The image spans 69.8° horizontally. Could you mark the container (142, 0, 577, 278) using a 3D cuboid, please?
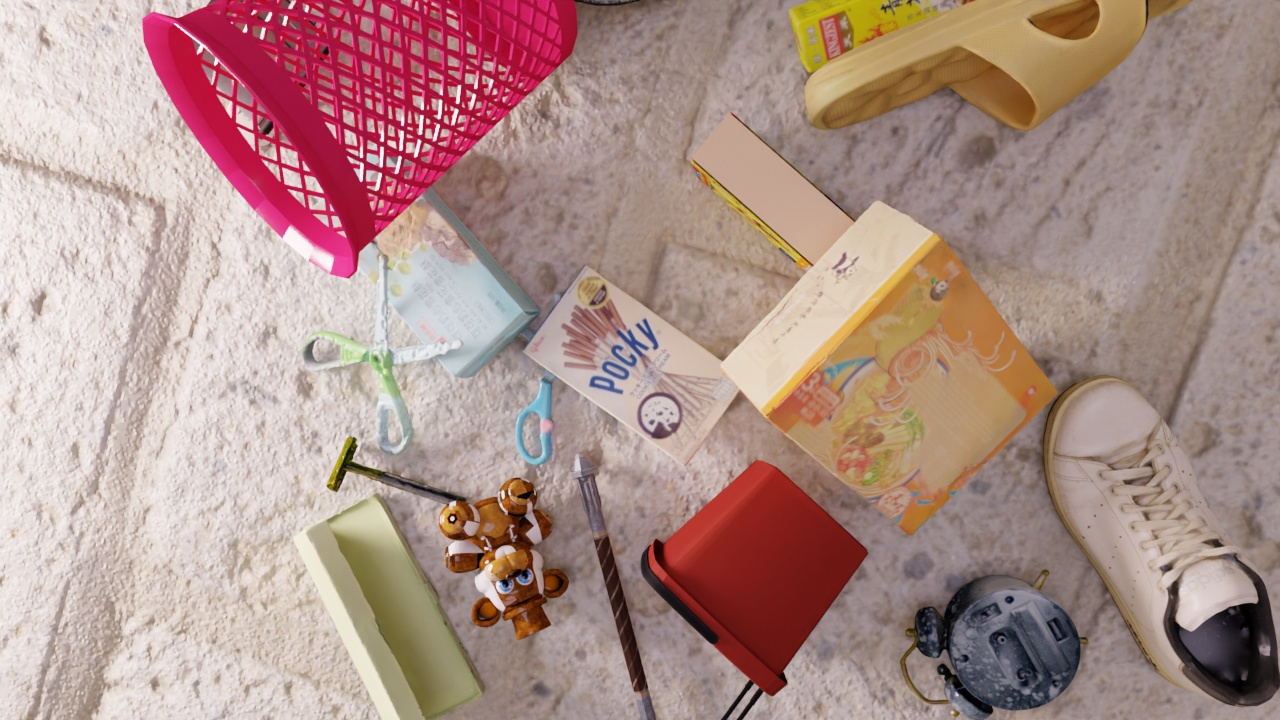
[{"bbox_3d":[-0.164,-0.195,0.604,0.183,0.184,0.225,45,67,2],"label":"container"}]

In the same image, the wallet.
[{"bbox_3d":[-0.295,-0.238,0.702,0.115,0.018,0.091,44,99,19],"label":"wallet"}]

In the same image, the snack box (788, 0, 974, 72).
[{"bbox_3d":[0.181,-0.251,0.646,0.148,0.028,0.040,-19,129,8],"label":"snack box"}]

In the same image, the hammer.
[{"bbox_3d":[-0.006,0.228,0.704,0.098,0.044,0.322,-15,90,8],"label":"hammer"}]

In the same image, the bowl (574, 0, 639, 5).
[{"bbox_3d":[-0.019,-0.333,0.668,0.157,0.038,0.157,0,94,7],"label":"bowl"}]

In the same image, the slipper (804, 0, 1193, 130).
[{"bbox_3d":[0.245,-0.196,0.615,0.264,0.099,0.078,-15,82,12],"label":"slipper"}]

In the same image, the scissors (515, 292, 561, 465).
[{"bbox_3d":[-0.051,0.016,0.710,0.126,0.015,0.136,4,97,7],"label":"scissors"}]

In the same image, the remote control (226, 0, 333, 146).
[{"bbox_3d":[-0.285,-0.227,0.719,0.038,0.018,0.125,32,96,4],"label":"remote control"}]

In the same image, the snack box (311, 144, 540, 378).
[{"bbox_3d":[-0.161,-0.074,0.695,0.075,0.053,0.174,-42,85,9],"label":"snack box"}]

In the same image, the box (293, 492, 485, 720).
[{"bbox_3d":[-0.208,0.208,0.722,0.078,0.089,0.188,-28,91,38],"label":"box"}]

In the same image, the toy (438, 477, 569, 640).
[{"bbox_3d":[-0.101,0.154,0.699,0.087,0.067,0.112,-21,78,-16],"label":"toy"}]

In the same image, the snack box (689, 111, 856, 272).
[{"bbox_3d":[0.098,-0.109,0.644,0.126,0.088,0.040,42,97,3],"label":"snack box"}]

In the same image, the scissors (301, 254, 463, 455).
[{"bbox_3d":[-0.193,0.003,0.696,0.172,0.023,0.168,-4,105,35],"label":"scissors"}]

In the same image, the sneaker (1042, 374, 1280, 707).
[{"bbox_3d":[0.355,0.127,0.621,0.089,0.102,0.241,-26,90,8],"label":"sneaker"}]

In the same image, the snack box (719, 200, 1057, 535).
[{"bbox_3d":[0.164,0.010,0.608,0.145,0.080,0.195,-47,129,7],"label":"snack box"}]

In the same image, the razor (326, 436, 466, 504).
[{"bbox_3d":[-0.189,0.097,0.724,0.106,0.026,0.042,19,61,-4],"label":"razor"}]

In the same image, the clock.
[{"bbox_3d":[0.252,0.208,0.665,0.129,0.052,0.090,-29,90,7],"label":"clock"}]

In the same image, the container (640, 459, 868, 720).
[{"bbox_3d":[0.053,0.175,0.639,0.127,0.148,0.201,42,88,3],"label":"container"}]

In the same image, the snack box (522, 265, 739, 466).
[{"bbox_3d":[-0.004,0.004,0.689,0.150,0.026,0.082,35,87,3],"label":"snack box"}]
